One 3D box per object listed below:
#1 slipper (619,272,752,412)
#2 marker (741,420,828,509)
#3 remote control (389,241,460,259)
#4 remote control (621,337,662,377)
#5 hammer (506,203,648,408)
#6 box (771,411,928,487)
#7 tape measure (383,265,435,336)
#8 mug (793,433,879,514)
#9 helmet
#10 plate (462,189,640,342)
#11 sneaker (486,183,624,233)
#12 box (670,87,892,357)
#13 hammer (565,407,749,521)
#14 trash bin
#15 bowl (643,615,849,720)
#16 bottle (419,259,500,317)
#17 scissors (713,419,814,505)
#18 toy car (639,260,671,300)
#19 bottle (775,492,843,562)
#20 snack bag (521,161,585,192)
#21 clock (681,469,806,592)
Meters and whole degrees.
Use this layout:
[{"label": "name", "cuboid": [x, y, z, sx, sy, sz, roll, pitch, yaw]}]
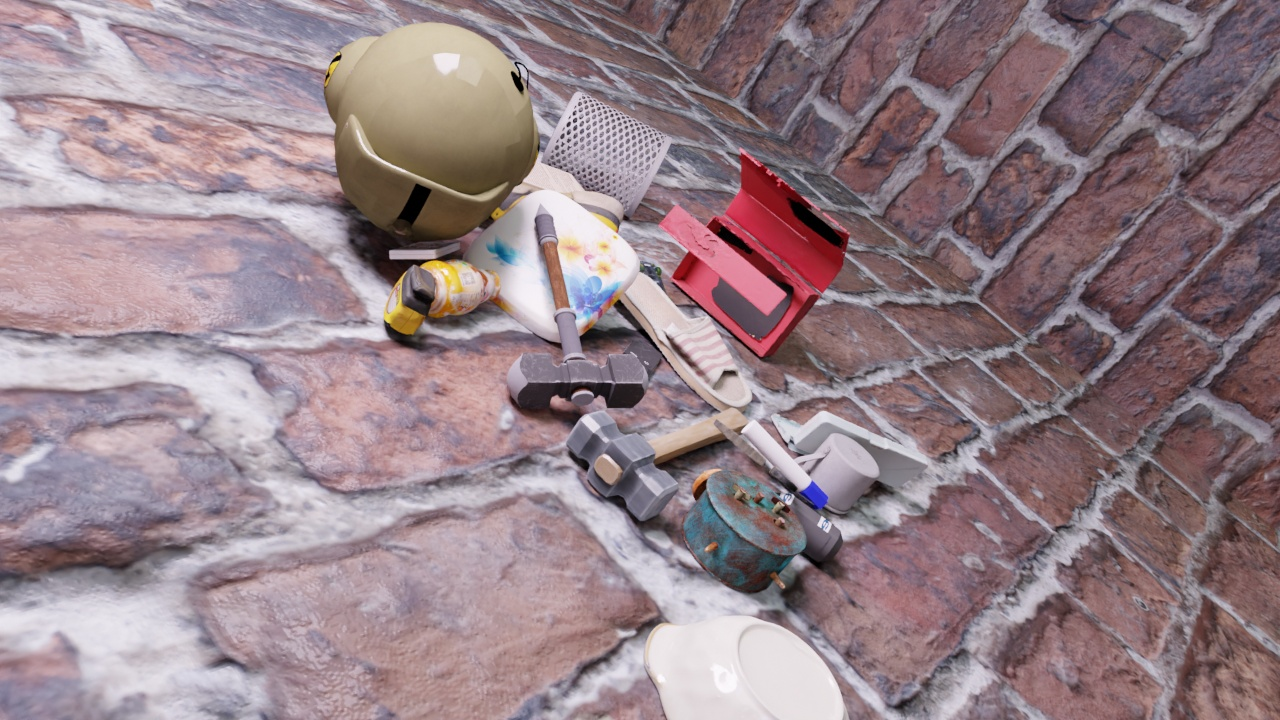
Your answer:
[{"label": "slipper", "cuboid": [0.061, -0.036, 1.265, 0.263, 0.052, 0.114, 49, 32, 18]}, {"label": "marker", "cuboid": [0.178, 0.129, 1.131, 0.133, 0.023, 0.027, 46, 2, -4]}, {"label": "remote control", "cuboid": [-0.247, -0.129, 1.059, 0.050, 0.011, 0.135, 0, 12, 1]}, {"label": "remote control", "cuboid": [-0.007, 0.007, 1.178, 0.045, 0.008, 0.146, 34, 25, 1]}, {"label": "hammer", "cuboid": [-0.094, -0.079, 1.069, 0.156, 0.043, 0.321, 1, 48, -19]}, {"label": "box", "cuboid": [0.288, 0.115, 1.270, 0.197, 0.078, 0.122, 23, 8, -26]}, {"label": "tape measure", "cuboid": [-0.237, -0.059, 0.953, 0.037, 0.064, 0.065, 28, 16, -28]}, {"label": "mug", "cuboid": [0.242, 0.140, 1.171, 0.113, 0.071, 0.084, 22, 28, -27]}, {"label": "helmet", "cuboid": [-0.238, -0.248, 1.035, 0.250, 0.256, 0.232, 20, 25, -22]}, {"label": "plate", "cuboid": [-0.109, -0.126, 1.152, 0.187, 0.016, 0.186, 38, 62, 8]}, {"label": "sneaker", "cuboid": [-0.149, -0.172, 1.241, 0.239, 0.086, 0.122, 7, 65, 6]}, {"label": "box", "cuboid": [0.212, -0.202, 1.391, 0.211, 0.379, 0.123, 43, 43, 16]}, {"label": "hammer", "cuboid": [0.045, 0.094, 1.047, 0.117, 0.051, 0.322, 43, 24, 19]}, {"label": "trash bin", "cuboid": [-0.062, -0.361, 1.599, 0.183, 0.157, 0.156, 28, 26, -8]}, {"label": "bowl", "cuboid": [0.109, 0.281, 0.770, 0.219, 0.060, 0.188, 34, 25, 2]}, {"label": "bottle", "cuboid": [-0.205, -0.082, 1.034, 0.063, 0.063, 0.108, 44, 26, 20]}, {"label": "scissors", "cuboid": [0.150, 0.124, 1.059, 0.170, 0.012, 0.157, 40, 1, -11]}, {"label": "toy car", "cuboid": [0.014, -0.109, 1.374, 0.042, 0.036, 0.091, 4, 49, -35]}, {"label": "bottle", "cuboid": [0.176, 0.183, 1.043, 0.112, 0.047, 0.046, 37, 25, 6]}, {"label": "snack bag", "cuboid": [-0.133, -0.241, 1.393, 0.206, 0.070, 0.094, 13, 32, -37]}, {"label": "clock", "cuboid": [0.109, 0.163, 0.965, 0.121, 0.073, 0.157, 28, 25, -14]}]
